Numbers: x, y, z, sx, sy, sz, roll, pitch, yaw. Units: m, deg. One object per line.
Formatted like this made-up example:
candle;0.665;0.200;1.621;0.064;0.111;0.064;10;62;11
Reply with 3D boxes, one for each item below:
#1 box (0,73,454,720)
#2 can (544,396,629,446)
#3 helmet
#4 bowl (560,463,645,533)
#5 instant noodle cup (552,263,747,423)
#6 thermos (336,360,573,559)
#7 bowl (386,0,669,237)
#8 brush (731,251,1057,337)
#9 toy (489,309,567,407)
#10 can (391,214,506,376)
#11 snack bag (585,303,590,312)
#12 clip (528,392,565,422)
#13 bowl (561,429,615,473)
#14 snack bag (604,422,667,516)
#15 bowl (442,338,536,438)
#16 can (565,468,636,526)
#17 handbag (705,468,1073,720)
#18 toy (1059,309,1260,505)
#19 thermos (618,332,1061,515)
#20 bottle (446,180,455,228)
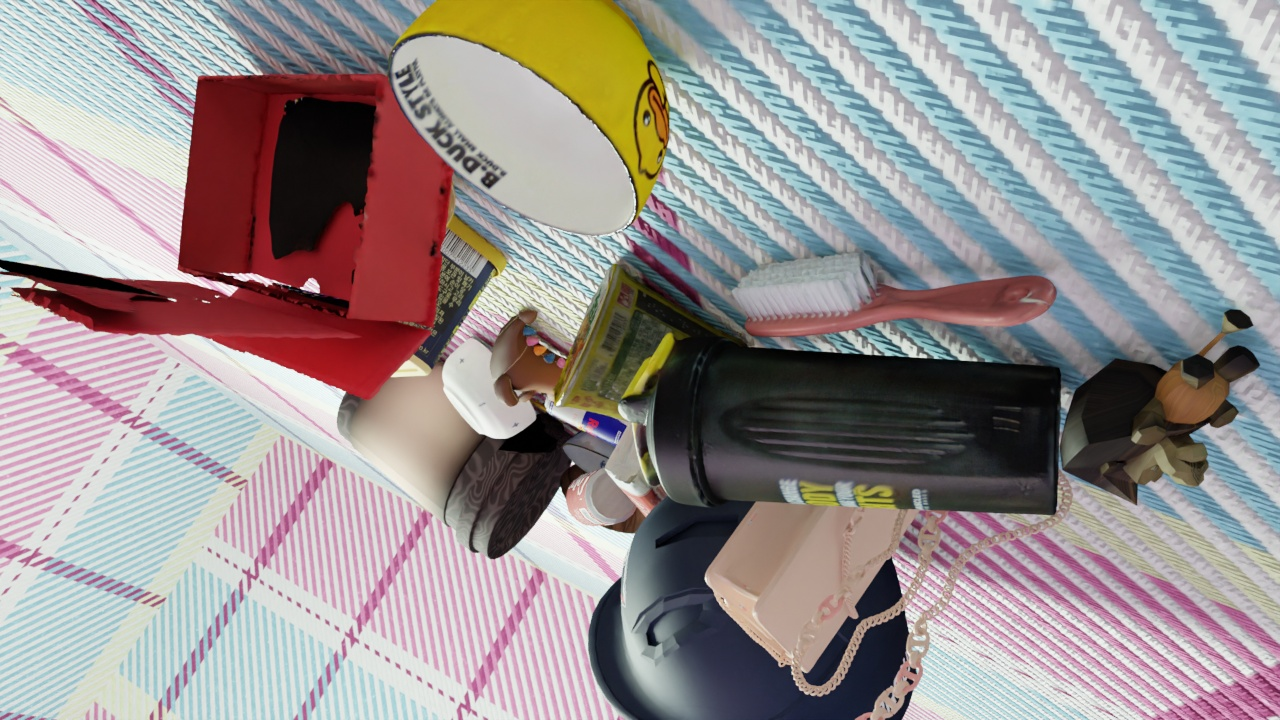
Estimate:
box;-0.251;0.018;0.522;0.212;0.409;0.107;15;165;39
can;-0.044;0.054;0.877;0.095;0.032;0.032;25;161;14
helmet;0.076;0.198;0.759;0.273;0.231;0.223;-15;119;26
bowl;-0.027;0.139;1.013;0.119;0.032;0.119;20;-156;-10
instant noodle cup;0.011;0.003;0.592;0.108;0.102;0.102;24;162;-8
thermos;-0.210;0.092;1.030;0.226;0.172;0.173;32;162;14
bowl;-0.037;-0.114;0.384;0.117;0.067;0.117;26;161;9
brush;0.109;-0.033;0.432;0.173;0.040;0.030;1;129;54
toy;-0.081;-0.003;0.787;0.090;0.070;0.103;19;140;-9
can;-0.179;-0.048;0.700;0.075;0.104;0.135;39;159;-25
snack bag;-0.004;0.004;0.713;0.074;0.018;0.155;24;160;10
clip;-0.095;0.043;0.930;0.054;0.045;0.049;30;136;-6
bowl;-0.018;0.097;0.930;0.114;0.045;0.114;26;161;10
snack bag;0.033;0.123;0.873;0.041;0.077;0.225;19;158;32
bowl;-0.157;0.034;0.911;0.105;0.054;0.105;46;163;18
can;-0.039;0.134;0.898;0.054;0.054;0.097;33;161;-9
handbag;0.150;0.143;0.562;0.187;0.198;0.116;23;159;50
toy;0.218;0.019;0.380;0.076;0.062;0.100;-10;146;-18
thermos;0.098;0.034;0.481;0.221;0.098;0.098;2;150;27
bottle;-0.172;-0.108;0.603;0.109;0.063;0.063;13;155;41
